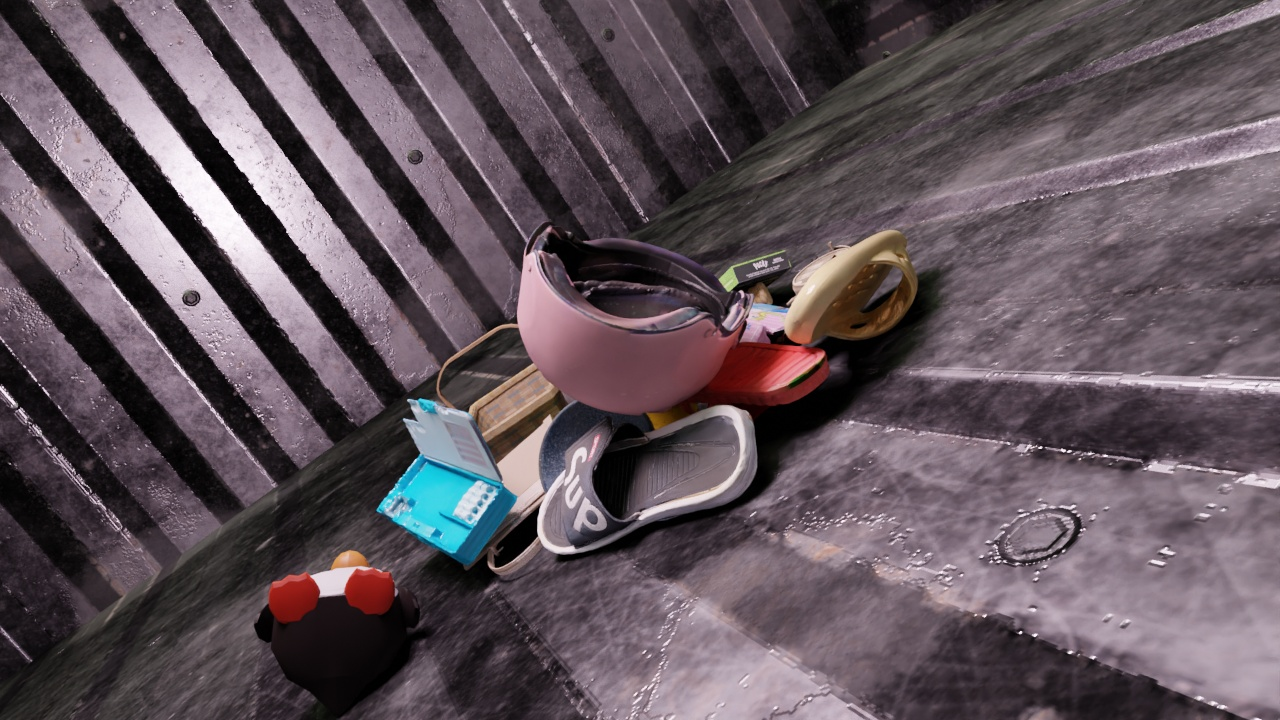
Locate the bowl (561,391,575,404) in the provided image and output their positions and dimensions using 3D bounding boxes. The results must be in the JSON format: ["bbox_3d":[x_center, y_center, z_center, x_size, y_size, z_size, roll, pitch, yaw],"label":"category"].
[{"bbox_3d":[-0.041,0.039,1.178,0.144,0.145,0.067,-90,12,-66],"label":"bowl"}]

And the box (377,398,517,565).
[{"bbox_3d":[-0.225,0.131,1.061,0.085,0.170,0.228,7,0,-36],"label":"box"}]

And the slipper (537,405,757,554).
[{"bbox_3d":[-0.012,0.106,0.854,0.265,0.063,0.111,-21,55,35],"label":"slipper"}]

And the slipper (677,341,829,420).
[{"bbox_3d":[0.111,0.030,0.932,0.103,0.059,0.249,-37,14,-23],"label":"slipper"}]

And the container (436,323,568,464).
[{"bbox_3d":[-0.180,0.053,1.278,0.157,0.186,0.250,-34,13,0],"label":"container"}]

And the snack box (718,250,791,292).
[{"bbox_3d":[0.149,-0.112,1.301,0.080,0.025,0.148,-18,-7,-13],"label":"snack box"}]

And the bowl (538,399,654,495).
[{"bbox_3d":[-0.035,0.106,0.969,0.137,0.137,0.057,-31,-26,13],"label":"bowl"}]

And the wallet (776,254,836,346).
[{"bbox_3d":[0.183,-0.050,0.983,0.115,0.018,0.091,-54,-19,-7],"label":"wallet"}]

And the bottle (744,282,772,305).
[{"bbox_3d":[0.107,-0.056,1.279,0.161,0.046,0.072,-29,3,19],"label":"bottle"}]

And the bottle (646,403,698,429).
[{"bbox_3d":[-0.006,0.006,1.069,0.071,0.164,0.071,-32,13,8],"label":"bottle"}]

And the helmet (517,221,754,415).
[{"bbox_3d":[-0.013,-0.036,0.922,0.254,0.230,0.153,-77,1,-66],"label":"helmet"}]

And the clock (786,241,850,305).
[{"bbox_3d":[0.240,-0.111,1.142,0.093,0.054,0.140,-21,20,43],"label":"clock"}]

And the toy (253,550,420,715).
[{"bbox_3d":[-0.312,0.280,0.976,0.159,0.140,0.184,-3,-2,-10],"label":"toy"}]

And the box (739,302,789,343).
[{"bbox_3d":[0.078,-0.046,1.127,0.231,0.063,0.160,16,50,46],"label":"box"}]

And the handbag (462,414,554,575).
[{"bbox_3d":[-0.136,0.169,1.021,0.175,0.062,0.198,-42,20,3],"label":"handbag"}]

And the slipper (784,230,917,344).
[{"bbox_3d":[0.225,-0.060,0.923,0.260,0.079,0.112,-24,-31,-55],"label":"slipper"}]
